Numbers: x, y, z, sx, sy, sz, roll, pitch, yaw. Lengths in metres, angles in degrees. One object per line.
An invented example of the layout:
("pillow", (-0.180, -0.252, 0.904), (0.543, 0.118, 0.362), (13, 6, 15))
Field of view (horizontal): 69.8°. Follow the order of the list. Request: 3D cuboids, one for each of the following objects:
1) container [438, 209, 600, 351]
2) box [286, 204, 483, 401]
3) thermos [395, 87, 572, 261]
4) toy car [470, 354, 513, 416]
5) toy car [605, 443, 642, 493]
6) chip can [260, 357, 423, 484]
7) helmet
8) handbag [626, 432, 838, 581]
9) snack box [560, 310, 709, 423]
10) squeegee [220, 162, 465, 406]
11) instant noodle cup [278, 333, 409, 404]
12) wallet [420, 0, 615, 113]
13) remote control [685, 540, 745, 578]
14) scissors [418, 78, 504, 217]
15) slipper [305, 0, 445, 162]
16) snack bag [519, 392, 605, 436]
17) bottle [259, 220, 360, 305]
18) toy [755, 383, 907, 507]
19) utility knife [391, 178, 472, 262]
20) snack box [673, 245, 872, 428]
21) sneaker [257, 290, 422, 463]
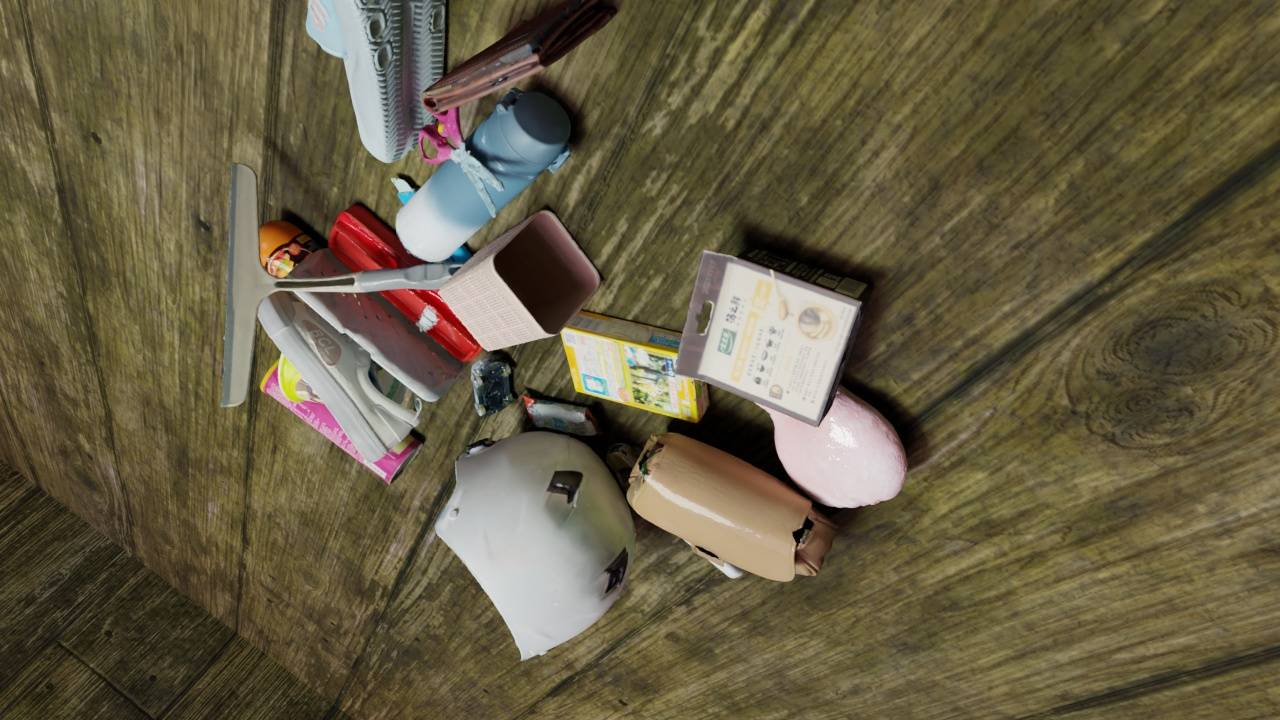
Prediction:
("container", (-0.115, -0.068, 0.842), (0.111, 0.089, 0.090), (-15, 119, 48))
("box", (-0.262, -0.053, 0.957), (0.201, 0.101, 0.095), (41, 143, -7))
("thermos", (-0.138, -0.153, 0.788), (0.070, 0.070, 0.221), (48, 140, -14))
("toy car", (-0.166, 0.027, 1.016), (0.034, 0.042, 0.091), (57, 158, 31))
("toy car", (-0.002, 0.128, 0.999), (0.090, 0.035, 0.042), (50, 139, -13))
("chip can", (-0.392, 0.074, 1.211), (0.210, 0.071, 0.072), (37, 142, -1))
("helmet", (-0.086, 0.171, 0.976), (0.146, 0.258, 0.229), (-24, 101, 15))
("handbag", (0.081, 0.143, 0.873), (0.204, 0.099, 0.148), (24, 171, 17))
("snack box", (-0.005, 0.005, 0.877), (0.140, 0.033, 0.087), (15, 137, 27))
("squeegee", (-0.282, -0.080, 0.906), (0.246, 0.246, 0.039), (-3, 170, 3))
("instant noodle cup", (-0.342, 0.013, 1.089), (0.123, 0.111, 0.112), (16, 138, 12))
("wallet", (-0.088, -0.218, 0.654), (0.125, 0.101, 0.032), (-8, 123, 42))
("remote control", (0.063, 0.172, 0.977), (0.136, 0.055, 0.020), (40, 143, -5))
("scissors", (-0.147, -0.158, 0.737), (0.084, 0.017, 0.137), (-48, 63, 40))
("slipper", (-0.204, -0.259, 0.706), (0.074, 0.103, 0.246), (30, 148, 11))
("snack bag", (-0.086, 0.060, 0.999), (0.104, 0.026, 0.048), (7, 139, 31))
("bottle", (-0.360, -0.095, 1.025), (0.149, 0.066, 0.067), (33, 142, -7))
("toy", (0.157, 0.059, 0.792), (0.122, 0.054, 0.159), (-25, 103, 48))
("utility knife", (-0.192, -0.116, 0.906), (0.034, 0.018, 0.159), (-14, 119, 45))
("snack box", (0.103, -0.023, 0.724), (0.126, 0.053, 0.113), (23, 120, 19))
("sneaker", (-0.327, -0.007, 0.998), (0.242, 0.090, 0.090), (49, 166, 12))
